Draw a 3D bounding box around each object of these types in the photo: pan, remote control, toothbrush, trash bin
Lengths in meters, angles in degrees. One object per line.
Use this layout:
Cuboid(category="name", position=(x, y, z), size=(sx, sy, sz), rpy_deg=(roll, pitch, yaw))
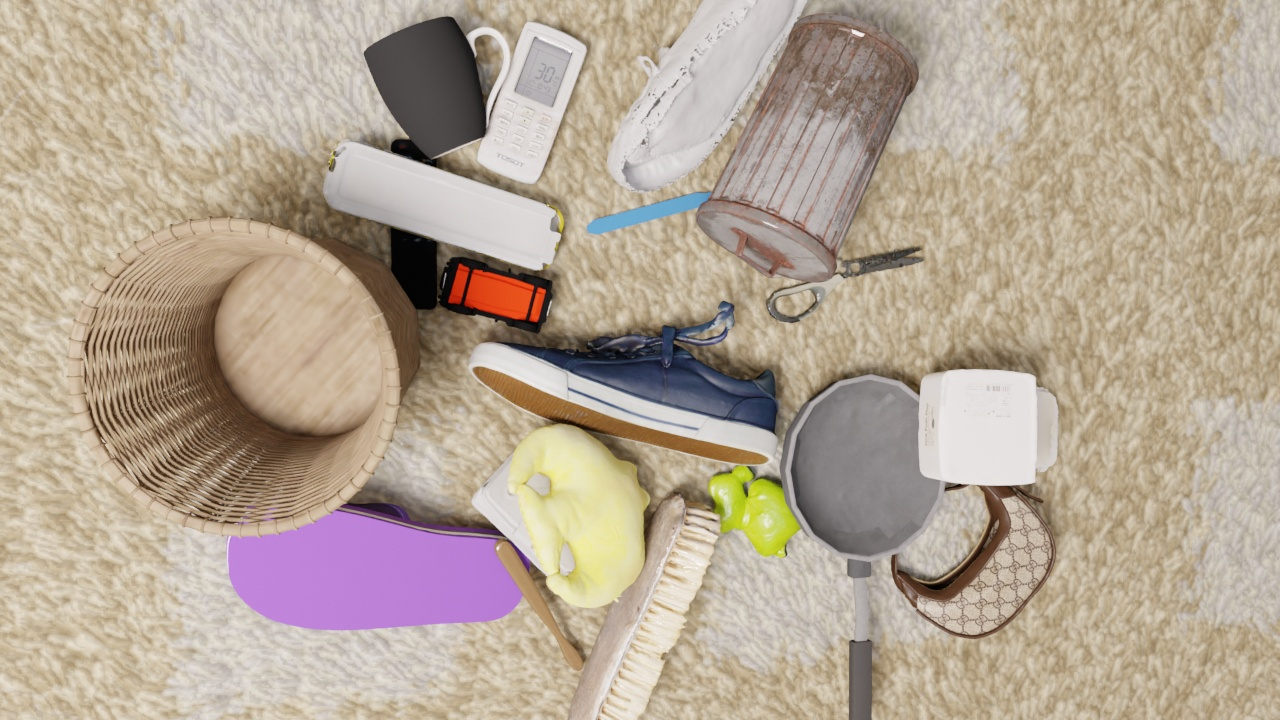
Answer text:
Cuboid(category="pan", position=(0.211, 0.192, 0.891), size=(0.178, 0.041, 0.357), rpy_deg=(0, 90, -19))
Cuboid(category="remote control", position=(-0.098, -0.231, 0.827), size=(0.060, 0.025, 0.138), rpy_deg=(20, 93, -10))
Cuboid(category="toothbrush", position=(0.031, -0.144, 0.862), size=(0.166, 0.014, 0.016), rpy_deg=(-16, 99, -6))
Cuboid(category="trash bin", position=(0.144, -0.176, 0.805), size=(0.131, 0.131, 0.211), rpy_deg=(27, 84, -11))
Cuboid(category="remote control", position=(-0.204, -0.122, 0.828), size=(0.041, 0.020, 0.152), rpy_deg=(0, 96, -9))
Cuboid(category="toothbrush", position=(-0.095, 0.233, 0.868), size=(0.016, 0.016, 0.167), rpy_deg=(-35, 115, -18))

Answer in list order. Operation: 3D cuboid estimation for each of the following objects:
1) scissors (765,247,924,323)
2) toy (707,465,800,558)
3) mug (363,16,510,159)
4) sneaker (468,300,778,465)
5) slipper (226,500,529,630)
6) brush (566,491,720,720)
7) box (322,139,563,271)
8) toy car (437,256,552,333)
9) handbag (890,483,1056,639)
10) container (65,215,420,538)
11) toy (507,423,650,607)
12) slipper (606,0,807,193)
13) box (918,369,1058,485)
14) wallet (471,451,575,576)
Cuboid(category="scissors", position=(0.196, -0.077, 0.896), size=(0.169, 0.012, 0.132), rpy_deg=(18, 96, -12))
Cuboid(category="toy", position=(0.112, 0.148, 0.899), size=(0.093, 0.036, 0.094), rpy_deg=(-4, 91, -3))
Cuboid(category="mug", position=(-0.162, -0.237, 0.790), size=(0.118, 0.085, 0.100), rpy_deg=(-26, 105, -14))
Cuboid(category="sneaker", position=(-0.005, 0.005, 0.842), size=(0.294, 0.121, 0.127), rpy_deg=(13, 72, -12))
Cuboid(category="slipper", position=(-0.239, 0.177, 0.833), size=(0.266, 0.084, 0.107), rpy_deg=(12, 97, -31))
Cuboid(category="brush", position=(-0.001, 0.255, 0.870), size=(0.056, 0.083, 0.271), rpy_deg=(23, 92, -11))
Cuboid(category="box", position=(-0.170, -0.135, 0.809), size=(0.209, 0.033, 0.064), rpy_deg=(16, 90, -18))
Cuboid(category="toy car", position=(-0.131, -0.061, 0.830), size=(0.100, 0.049, 0.051), rpy_deg=(15, 93, -10))
Cuboid(category="handbag", position=(0.333, 0.190, 0.927), size=(0.138, 0.063, 0.166), rpy_deg=(39, 94, -1))
Cuboid(category="container", position=(-0.287, -0.001, 0.729), size=(0.227, 0.196, 0.227), rpy_deg=(0, 100, -3))
Cuboid(category="toy", position=(-0.048, 0.135, 0.826), size=(0.065, 0.154, 0.170), rpy_deg=(-27, 85, 39))
Cuboid(category="slipper", position=(0.052, -0.259, 0.823), size=(0.112, 0.074, 0.247), rpy_deg=(33, 93, -42))
Cuboid(category="box", position=(0.354, 0.065, 0.881), size=(0.190, 0.083, 0.110), rpy_deg=(4, 88, -23))
Cuboid(category="wallet", position=(-0.090, 0.138, 0.855), size=(0.116, 0.032, 0.086), rpy_deg=(43, 56, -10))
